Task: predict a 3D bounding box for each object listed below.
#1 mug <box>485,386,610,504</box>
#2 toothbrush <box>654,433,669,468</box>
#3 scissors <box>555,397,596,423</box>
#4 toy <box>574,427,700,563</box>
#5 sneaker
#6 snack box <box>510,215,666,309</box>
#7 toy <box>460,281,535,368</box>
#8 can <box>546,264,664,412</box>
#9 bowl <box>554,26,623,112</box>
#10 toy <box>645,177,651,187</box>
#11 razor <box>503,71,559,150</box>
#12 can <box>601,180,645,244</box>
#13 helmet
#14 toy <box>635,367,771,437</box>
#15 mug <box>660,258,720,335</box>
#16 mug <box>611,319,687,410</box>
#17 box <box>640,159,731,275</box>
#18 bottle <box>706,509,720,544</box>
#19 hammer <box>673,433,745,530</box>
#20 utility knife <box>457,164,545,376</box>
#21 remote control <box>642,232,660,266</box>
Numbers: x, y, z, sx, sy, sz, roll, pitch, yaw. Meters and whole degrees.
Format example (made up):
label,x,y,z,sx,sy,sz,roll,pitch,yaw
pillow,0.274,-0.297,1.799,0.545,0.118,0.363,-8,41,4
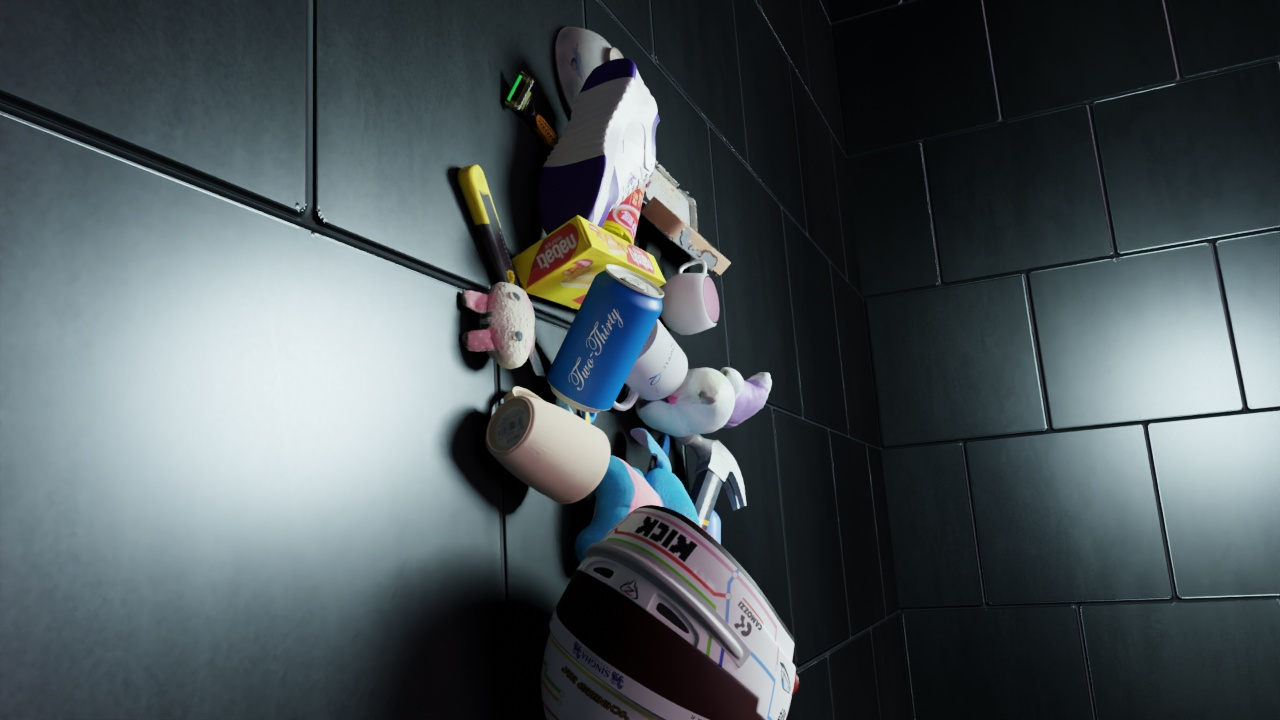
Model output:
label,x,y,z,sx,sy,sz,roll,pitch,yaw
mug,-0.098,0.072,0.896,0.104,0.085,0.111,37,20,-44
toothbrush,0.024,0.141,1.222,0.132,0.016,0.021,-66,143,-51
scissors,-0.068,0.078,1.034,0.130,0.014,0.125,45,42,-54
toy,-0.001,0.173,1.067,0.191,0.099,0.223,27,53,-51
sneaker,-0.039,-0.222,1.070,0.111,0.092,0.243,42,61,-51
snack box,-0.053,-0.099,1.024,0.042,0.092,0.200,65,19,16
toy,-0.128,-0.033,0.893,0.112,0.050,0.087,19,60,-46
can,-0.038,-0.022,0.976,0.146,0.079,0.078,-63,163,16
bowl,-0.048,-0.360,1.175,0.150,0.057,0.150,43,39,-51
toy,-0.032,-0.254,1.208,0.065,0.050,0.102,50,20,19
razor,-0.109,-0.264,1.051,0.144,0.021,0.044,48,59,-51
can,-0.034,-0.185,1.139,0.067,0.067,0.124,57,32,-43
helmet,0.019,0.304,0.878,0.235,0.231,0.314,-53,143,-17
toy,0.087,0.057,1.245,0.209,0.138,0.085,0,79,-57
mug,0.069,-0.096,1.337,0.090,0.076,0.123,52,37,-49
mug,-0.007,0.006,1.137,0.119,0.083,0.096,-59,143,-14
box,0.060,-0.216,1.396,0.216,0.071,0.156,23,50,-64
bottle,0.090,0.241,1.300,0.048,0.048,0.131,44,43,-55
hammer,0.062,0.228,1.220,0.139,0.035,0.311,42,43,-16
utility knife,-0.136,-0.084,0.932,0.028,0.020,0.234,-54,133,-55
remote control,0.012,-0.117,1.283,0.045,0.021,0.140,59,30,-45
